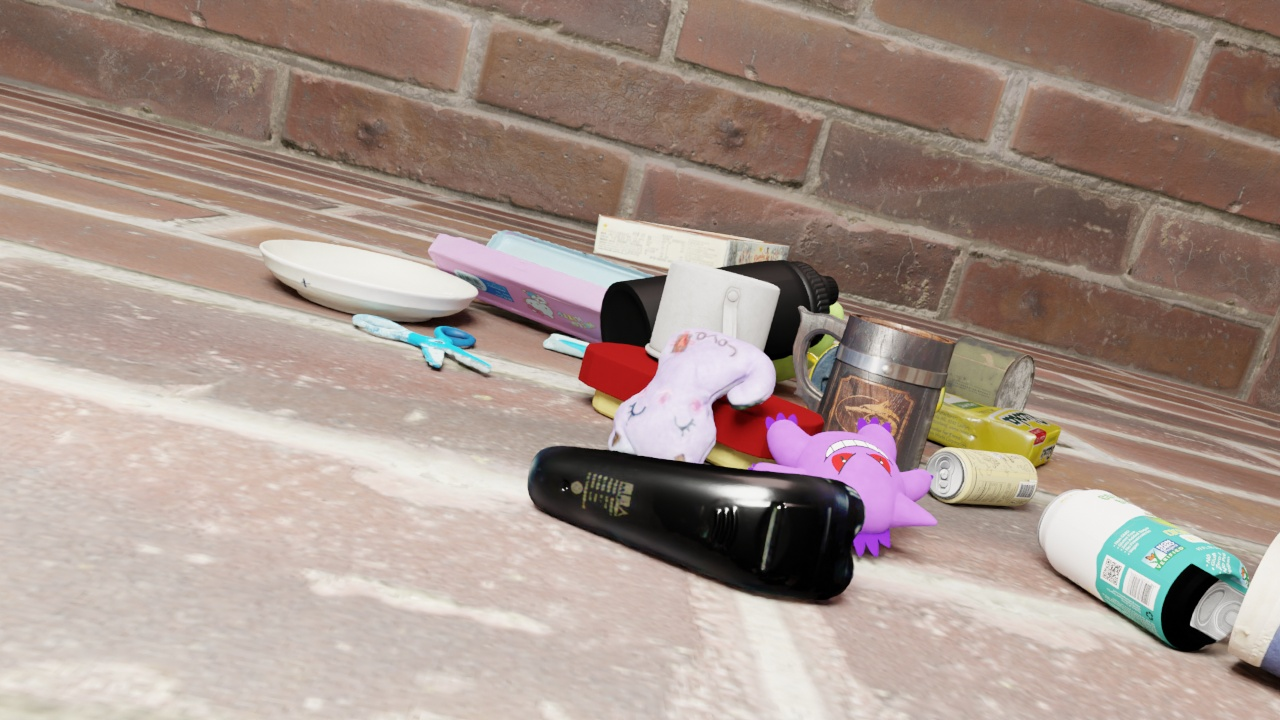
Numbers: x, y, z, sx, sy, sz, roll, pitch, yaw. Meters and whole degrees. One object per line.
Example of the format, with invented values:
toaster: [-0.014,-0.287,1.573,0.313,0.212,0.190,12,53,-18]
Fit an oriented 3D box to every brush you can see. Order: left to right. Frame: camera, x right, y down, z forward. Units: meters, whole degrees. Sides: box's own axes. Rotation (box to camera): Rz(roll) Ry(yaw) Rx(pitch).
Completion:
brush: [0.036,0.033,0.619,0.173,0.042,0.082,22,12,34]

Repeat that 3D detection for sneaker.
sneaker: [0.397,0.131,0.469,0.118,0.091,0.232,23,12,41]

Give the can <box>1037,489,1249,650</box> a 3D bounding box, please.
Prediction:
can: [0.269,0.110,0.499,0.055,0.055,0.101,11,11,-19]

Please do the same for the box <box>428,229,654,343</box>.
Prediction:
box: [-0.080,-0.085,0.853,0.214,0.091,0.090,21,-23,25]

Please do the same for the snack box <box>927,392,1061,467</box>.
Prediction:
snack box: [0.296,0.052,0.878,0.181,0.045,0.121,22,12,34]

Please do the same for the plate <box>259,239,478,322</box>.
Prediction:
plate: [-0.233,-0.065,0.790,0.182,0.034,0.182,14,10,-3]

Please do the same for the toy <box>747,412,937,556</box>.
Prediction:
toy: [0.112,0.069,0.500,0.106,0.056,0.088,3,16,-7]

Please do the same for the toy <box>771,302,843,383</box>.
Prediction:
toy: [0.106,-0.033,0.938,0.150,0.107,0.197,-3,6,-17]

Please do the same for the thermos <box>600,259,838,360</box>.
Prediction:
thermos: [0.074,-0.036,0.768,0.198,0.086,0.086,-11,22,-28]

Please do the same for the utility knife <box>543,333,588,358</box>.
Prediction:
utility knife: [-0.005,0.005,0.787,0.167,0.015,0.022,16,11,17]

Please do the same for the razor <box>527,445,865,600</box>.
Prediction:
razor: [0.023,0.068,0.418,0.151,0.054,0.067,10,-1,14]

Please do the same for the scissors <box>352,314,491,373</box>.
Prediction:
scissors: [-0.147,-0.012,0.693,0.140,0.013,0.117,19,9,36]

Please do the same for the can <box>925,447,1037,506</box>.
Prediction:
can: [0.242,0.083,0.651,0.079,0.038,0.038,8,12,-32]

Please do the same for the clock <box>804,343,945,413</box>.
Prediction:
clock: [0.198,0.023,0.780,0.119,0.083,0.057,2,1,11]

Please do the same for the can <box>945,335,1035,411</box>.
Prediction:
can: [0.379,0.025,1.015,0.075,0.090,0.089,23,13,40]

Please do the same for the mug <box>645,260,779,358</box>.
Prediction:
mug: [0.054,-0.025,0.638,0.084,0.070,0.113,13,9,-8]

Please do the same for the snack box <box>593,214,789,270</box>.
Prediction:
snack box: [0.053,-0.108,0.908,0.143,0.041,0.146,15,10,30]

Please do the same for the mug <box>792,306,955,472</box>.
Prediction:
mug: [0.153,0.023,0.653,0.116,0.107,0.079,20,12,28]

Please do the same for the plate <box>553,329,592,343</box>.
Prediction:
plate: [0.003,-0.010,0.889,0.178,0.012,0.178,14,10,-3]

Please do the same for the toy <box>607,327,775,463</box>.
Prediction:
toy: [0.032,0.024,0.543,0.080,0.099,0.036,19,-26,26]

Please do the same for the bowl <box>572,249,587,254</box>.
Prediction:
bowl: [-0.097,-0.078,0.981,0.121,0.056,0.121,8,23,-3]
